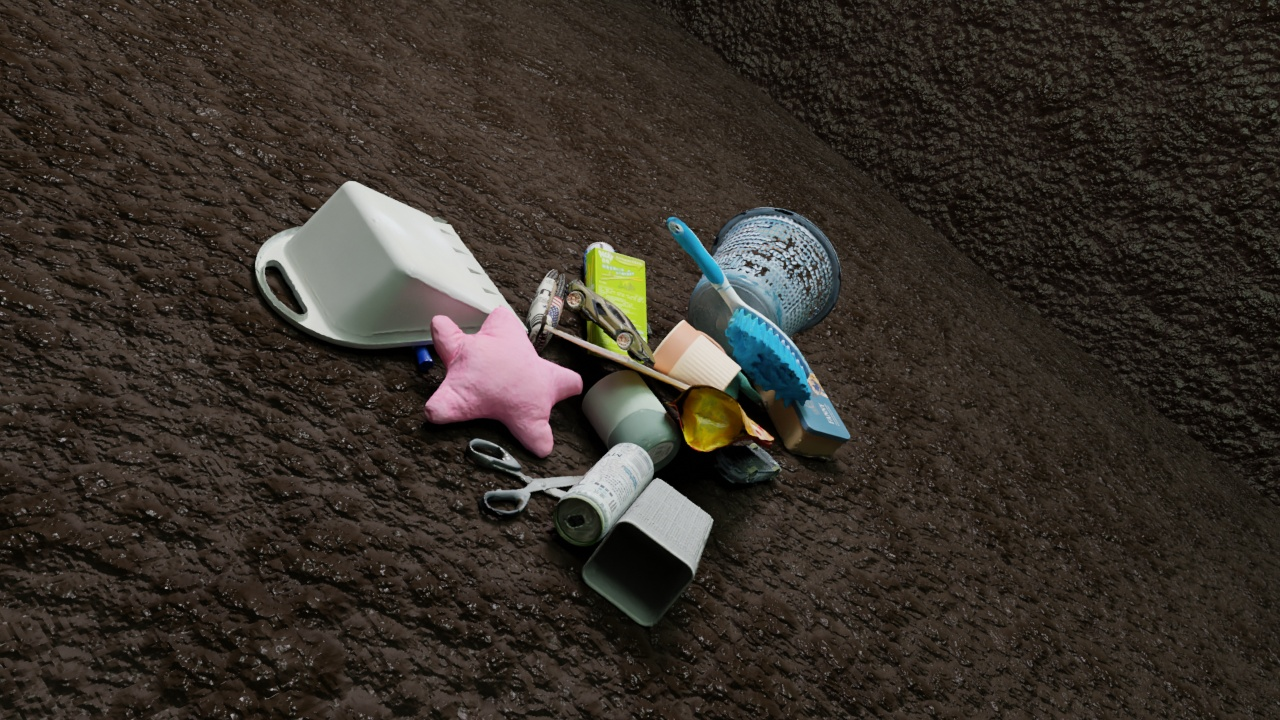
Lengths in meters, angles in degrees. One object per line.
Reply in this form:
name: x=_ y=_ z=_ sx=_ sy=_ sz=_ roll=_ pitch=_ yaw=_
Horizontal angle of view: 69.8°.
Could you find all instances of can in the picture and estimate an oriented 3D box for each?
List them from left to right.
can: x=-0.057 y=-0.124 z=1.368 sx=0.053 sy=0.053 sz=0.134 roll=23 pitch=30 yaw=-21
can: x=-0.036 y=0.139 z=0.967 sx=0.058 sy=0.058 sz=0.146 roll=38 pitch=26 yaw=7

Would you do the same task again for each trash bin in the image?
trash bin: x=0.178 y=-0.100 z=1.444 sx=0.226 sy=0.227 sz=0.194 roll=37 pitch=41 yaw=5

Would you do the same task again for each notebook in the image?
notebook: x=-0.007 y=0.007 z=1.149 sx=0.146 sy=0.010 sz=0.206 roll=22 pitch=-1 yaw=39

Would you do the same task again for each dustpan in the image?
dustpan: x=-0.301 y=-0.091 z=1.072 sx=0.222 sy=0.143 sz=0.257 roll=51 pitch=11 yaw=27

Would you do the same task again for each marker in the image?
marker: x=-0.268 y=-0.043 z=1.062 sx=0.016 sy=0.017 sz=0.145 roll=7 pitch=38 yaw=-40

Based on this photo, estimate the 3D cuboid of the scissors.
scissors: x=-0.109 y=0.131 z=0.965 sx=0.178 sy=0.014 sz=0.159 roll=36 pitch=28 yaw=0

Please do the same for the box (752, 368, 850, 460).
box: x=0.239 y=0.074 z=1.369 sx=0.089 sy=0.061 sz=0.184 roll=14 pitch=32 yaw=-31

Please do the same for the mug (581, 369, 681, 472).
mug: x=-0.001 y=0.079 z=1.093 sx=0.106 sy=0.082 sz=0.111 roll=52 pitch=15 yaw=31

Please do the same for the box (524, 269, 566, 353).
box: x=-0.128 y=-0.067 z=1.197 sx=0.055 sy=0.070 sz=0.164 roll=6 pitch=28 yaw=-2

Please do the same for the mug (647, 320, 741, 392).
mug: x=0.082 y=0.002 z=1.288 sx=0.106 sy=0.082 sz=0.114 roll=39 pitch=35 yaw=6

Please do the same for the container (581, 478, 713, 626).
container: x=0.012 y=0.188 z=0.928 sx=0.090 sy=0.090 sz=0.114 roll=37 pitch=25 yaw=3

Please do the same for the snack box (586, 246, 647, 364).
snack box: x=-0.033 y=-0.075 z=1.275 sx=0.085 sy=0.026 sz=0.156 roll=12 pitch=64 yaw=-33

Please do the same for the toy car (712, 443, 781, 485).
toy car: x=0.139 y=0.136 z=1.195 sx=0.054 sy=0.037 sz=0.120 roll=45 pitch=22 yaw=28

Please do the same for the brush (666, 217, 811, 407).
brush: x=0.135 y=-0.070 z=1.307 sx=0.314 sy=0.061 sz=0.109 roll=45 pitch=35 yaw=-11

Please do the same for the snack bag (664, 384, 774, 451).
snack bag: x=0.096 y=0.076 z=1.121 sx=0.129 sy=0.073 sz=0.207 roll=19 pitch=-2 yaw=14

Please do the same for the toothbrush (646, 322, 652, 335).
toothbrush: x=-0.027 y=-0.101 z=1.408 sx=0.016 sy=0.014 sz=0.189 roll=15 pitch=33 yaw=-46

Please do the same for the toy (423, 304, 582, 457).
toy: x=-0.148 y=0.014 z=1.023 sx=0.194 sy=0.075 sz=0.178 roll=19 pitch=55 yaw=-30

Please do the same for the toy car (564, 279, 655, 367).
toy car: x=-0.037 y=-0.048 z=1.186 sx=0.158 sy=0.042 sz=0.070 roll=42 pitch=0 yaw=15

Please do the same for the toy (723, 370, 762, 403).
toy: x=0.137 y=0.035 z=1.356 sx=0.096 sy=0.030 sz=0.091 roll=44 pitch=31 yaw=5
